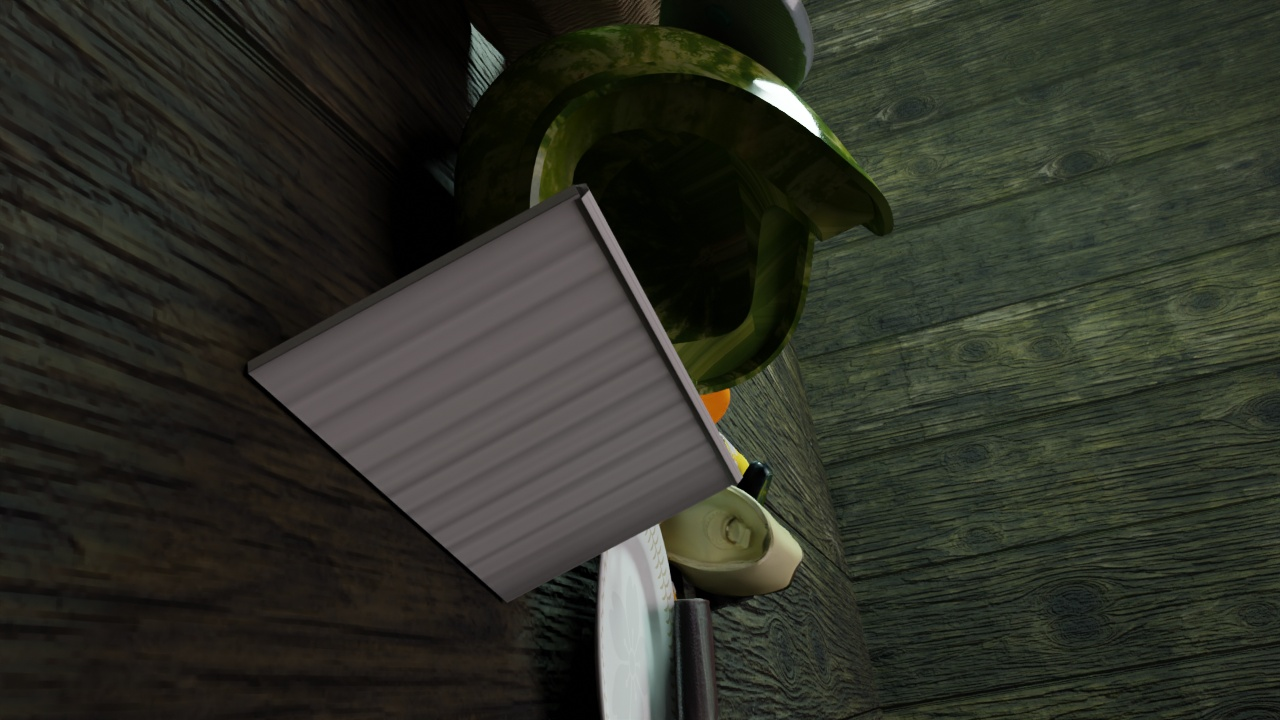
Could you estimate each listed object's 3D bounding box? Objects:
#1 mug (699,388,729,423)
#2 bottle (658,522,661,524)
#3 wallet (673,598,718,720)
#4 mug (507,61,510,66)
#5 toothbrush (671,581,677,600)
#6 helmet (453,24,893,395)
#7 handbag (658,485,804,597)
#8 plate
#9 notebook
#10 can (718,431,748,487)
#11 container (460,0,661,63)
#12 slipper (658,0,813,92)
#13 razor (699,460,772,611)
[{"bbox_3d":[0.026,0.004,0.885,0.112,0.077,0.096,45,-11,44],"label":"mug"},{"bbox_3d":[0.011,0.075,0.771,0.051,0.051,0.146,60,20,-45],"label":"bottle"},{"bbox_3d":[0.042,0.233,0.702,0.120,0.031,0.099,55,32,-73],"label":"wallet"},{"bbox_3d":[-0.047,-0.258,0.780,0.080,0.107,0.115,55,24,-53],"label":"mug"},{"bbox_3d":[0.000,0.135,0.714,0.030,0.031,0.197,-76,153,-47],"label":"toothbrush"},{"bbox_3d":[0.003,-0.081,0.554,0.243,0.213,0.247,40,2,-3],"label":"helmet"},{"bbox_3d":[0.076,0.157,0.797,0.119,0.111,0.081,52,54,-55],"label":"handbag"},{"bbox_3d":[-0.003,0.201,0.610,0.242,0.016,0.242,-6,89,-79],"label":"plate"},{"bbox_3d":[-0.046,0.032,0.412,0.210,0.142,0.009,59,4,-46],"label":"notebook"},{"bbox_3d":[0.069,0.109,0.927,0.105,0.068,0.067,46,32,-62],"label":"can"},{"bbox_3d":[-0.057,-0.305,0.585,0.196,0.227,0.226,27,49,-80],"label":"container"},{"bbox_3d":[0.054,-0.198,0.608,0.098,0.054,0.269,34,-12,-5],"label":"slipper"},{"bbox_3d":[0.099,0.174,0.901,0.151,0.067,0.054,-67,161,0],"label":"razor"}]
